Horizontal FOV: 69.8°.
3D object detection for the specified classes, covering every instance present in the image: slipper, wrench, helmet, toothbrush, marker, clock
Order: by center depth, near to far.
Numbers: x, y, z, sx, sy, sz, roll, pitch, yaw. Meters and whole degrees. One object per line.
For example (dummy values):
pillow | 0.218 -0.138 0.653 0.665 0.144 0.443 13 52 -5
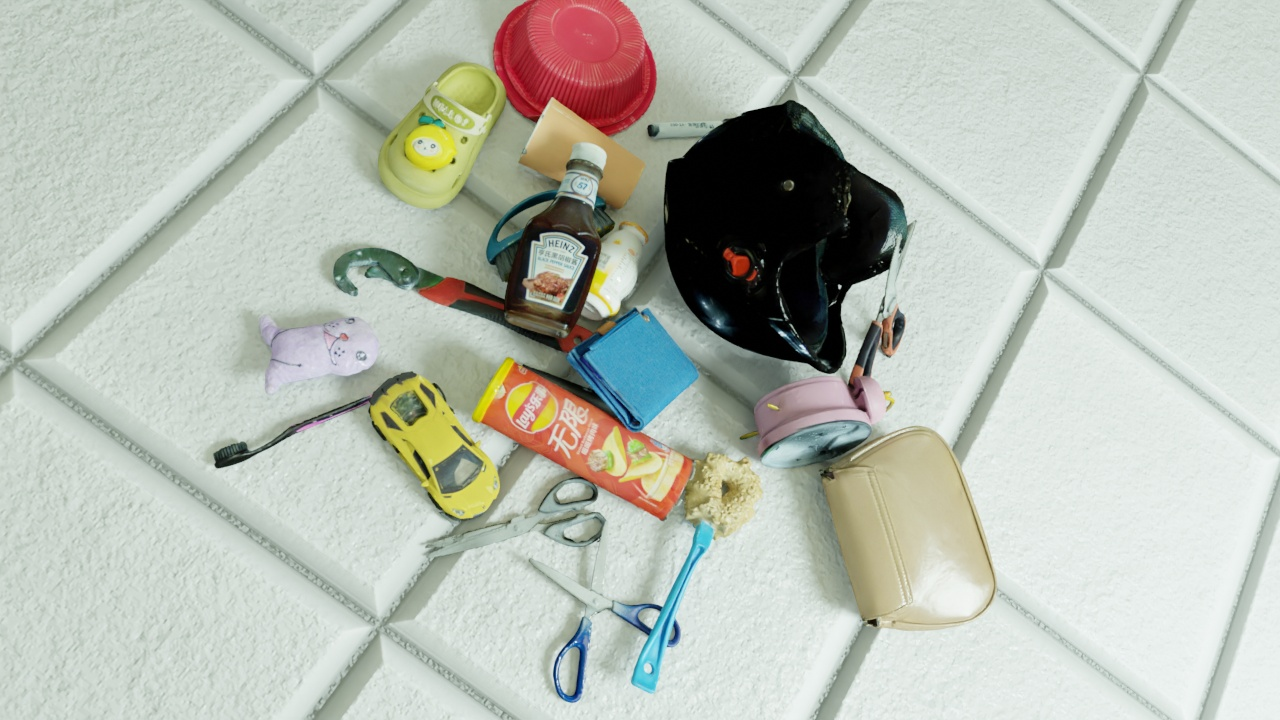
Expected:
toothbrush | -0.306 0.055 0.863 0.188 0.014 0.017 -25 68 -23
wrench | -0.174 -0.058 0.935 0.273 0.016 0.056 17 69 -11
helmet | 0.136 -0.122 0.936 0.233 0.231 0.274 4 85 -58
marker | -0.062 0.036 0.937 0.132 0.020 0.022 21 85 -9
slipper | -0.203 -0.249 0.954 0.091 0.082 0.190 28 65 -4
clock | 0.191 0.061 0.954 0.158 0.117 0.059 -5 63 -16
marker | 0.070 -0.274 1.076 0.130 0.018 0.022 -7 66 -19

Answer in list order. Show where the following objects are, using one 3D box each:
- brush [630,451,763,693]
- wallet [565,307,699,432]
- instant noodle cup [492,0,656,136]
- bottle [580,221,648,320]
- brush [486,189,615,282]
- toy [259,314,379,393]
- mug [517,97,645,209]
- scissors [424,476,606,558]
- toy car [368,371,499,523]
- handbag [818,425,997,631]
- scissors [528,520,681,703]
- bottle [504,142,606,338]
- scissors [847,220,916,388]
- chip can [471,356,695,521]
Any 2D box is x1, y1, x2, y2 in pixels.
brush | 0.050 0.200 0.901 0.083 0.046 0.254 31 66 -12
wallet | -0.006 0.005 0.928 0.106 0.040 0.132 48 35 2
instant noodle cup | -0.066 -0.349 1.034 0.193 0.066 0.193 5 73 -15
bottle | -0.032 -0.096 0.964 0.063 0.063 0.108 33 67 -4
brush | -0.099 -0.139 0.962 0.143 0.055 0.073 -28 84 -22
toy | -0.304 -0.012 0.871 0.108 0.039 0.083 -10 65 -18
mug | -0.061 -0.218 0.991 0.122 0.078 0.078 29 67 -11
scissors | -0.120 0.153 0.888 0.174 0.014 0.136 21 70 -8
toy car | -0.193 0.082 0.873 0.071 0.041 0.156 -36 88 -22
handbag | 0.273 0.177 0.953 0.147 0.100 0.204 -11 76 -12
scissors | -0.035 0.241 0.879 0.162 0.012 0.172 13 74 -15
bottle | -0.076 -0.122 0.909 0.080 0.044 0.194 17 77 -4
scissors | 0.262 -0.049 0.973 0.015 0.215 0.196 29 96 27
chip can | -0.054 0.077 0.899 0.216 0.073 0.073 29 67 -7
